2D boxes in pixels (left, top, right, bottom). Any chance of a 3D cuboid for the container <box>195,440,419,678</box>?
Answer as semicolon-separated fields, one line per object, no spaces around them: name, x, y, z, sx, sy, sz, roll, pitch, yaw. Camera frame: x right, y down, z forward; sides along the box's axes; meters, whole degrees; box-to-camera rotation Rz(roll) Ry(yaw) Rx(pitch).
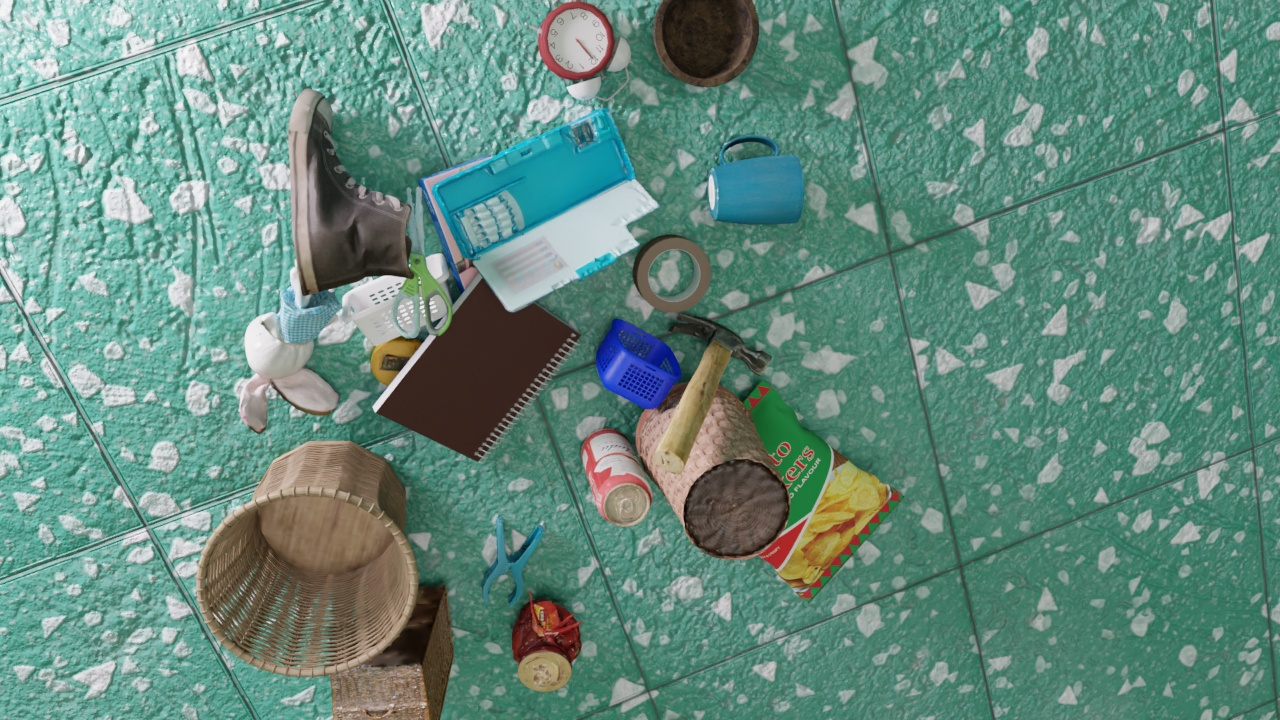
container;-0.372;0.215;1.069;0.226;0.196;0.227;-3;107;-11

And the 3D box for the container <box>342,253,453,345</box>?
container;-0.277;-0.068;1.069;0.129;0.080;0.049;-24;121;-4

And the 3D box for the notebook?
notebook;-0.189;0.013;1.107;0.209;0.022;0.171;-50;132;6

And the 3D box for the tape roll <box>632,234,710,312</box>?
tape roll;0.039;-0.108;1.143;0.093;0.030;0.094;-3;107;-10

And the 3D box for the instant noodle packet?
instant noodle packet;0.194;0.179;1.226;0.252;0.090;0.196;39;97;-7

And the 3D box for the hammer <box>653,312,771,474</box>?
hammer;0.068;0.033;1.045;0.132;0.329;0.033;33;118;-1

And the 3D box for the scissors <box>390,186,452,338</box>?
scissors;-0.243;-0.111;1.021;0.072;0.033;0.175;-3;88;1

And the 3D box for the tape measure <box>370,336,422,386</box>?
tape measure;-0.295;0.001;1.109;0.059;0.030;0.068;7;104;-15

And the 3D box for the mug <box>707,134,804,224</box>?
mug;0.135;-0.218;1.111;0.104;0.084;0.112;-5;79;-4

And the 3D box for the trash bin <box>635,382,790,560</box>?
trash bin;0.083;0.125;1.075;0.151;0.210;0.151;-2;106;-8

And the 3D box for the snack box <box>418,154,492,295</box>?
snack box;-0.190;-0.152;1.070;0.087;0.033;0.154;-25;111;-22

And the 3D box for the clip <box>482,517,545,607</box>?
clip;-0.188;0.267;1.213;0.113;0.028;0.127;6;105;-11

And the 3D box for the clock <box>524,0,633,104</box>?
clock;-0.066;-0.353;1.041;0.087;0.044;0.124;-43;108;3

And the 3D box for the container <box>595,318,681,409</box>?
container;-0.007;0.007;1.126;0.096;0.114;0.058;27;108;-18

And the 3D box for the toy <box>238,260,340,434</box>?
toy;-0.405;-0.031;1.035;0.106;0.130;0.206;32;119;21

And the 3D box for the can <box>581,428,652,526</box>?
can;-0.031;0.142;1.130;0.067;0.170;0.067;-3;108;-10

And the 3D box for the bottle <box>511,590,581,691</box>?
bottle;-0.124;0.366;1.211;0.099;0.111;0.099;-1;115;-3

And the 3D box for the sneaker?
sneaker;-0.310;-0.184;0.982;0.119;0.095;0.234;-6;66;-16

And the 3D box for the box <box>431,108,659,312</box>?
box;-0.099;-0.170;1.050;0.226;0.074;0.180;-30;88;-17

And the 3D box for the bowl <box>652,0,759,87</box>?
bowl;0.070;-0.377;1.054;0.121;0.056;0.121;-3;107;-11

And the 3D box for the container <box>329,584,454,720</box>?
container;-0.301;0.372;1.130;0.114;0.198;0.113;-1;107;-3
